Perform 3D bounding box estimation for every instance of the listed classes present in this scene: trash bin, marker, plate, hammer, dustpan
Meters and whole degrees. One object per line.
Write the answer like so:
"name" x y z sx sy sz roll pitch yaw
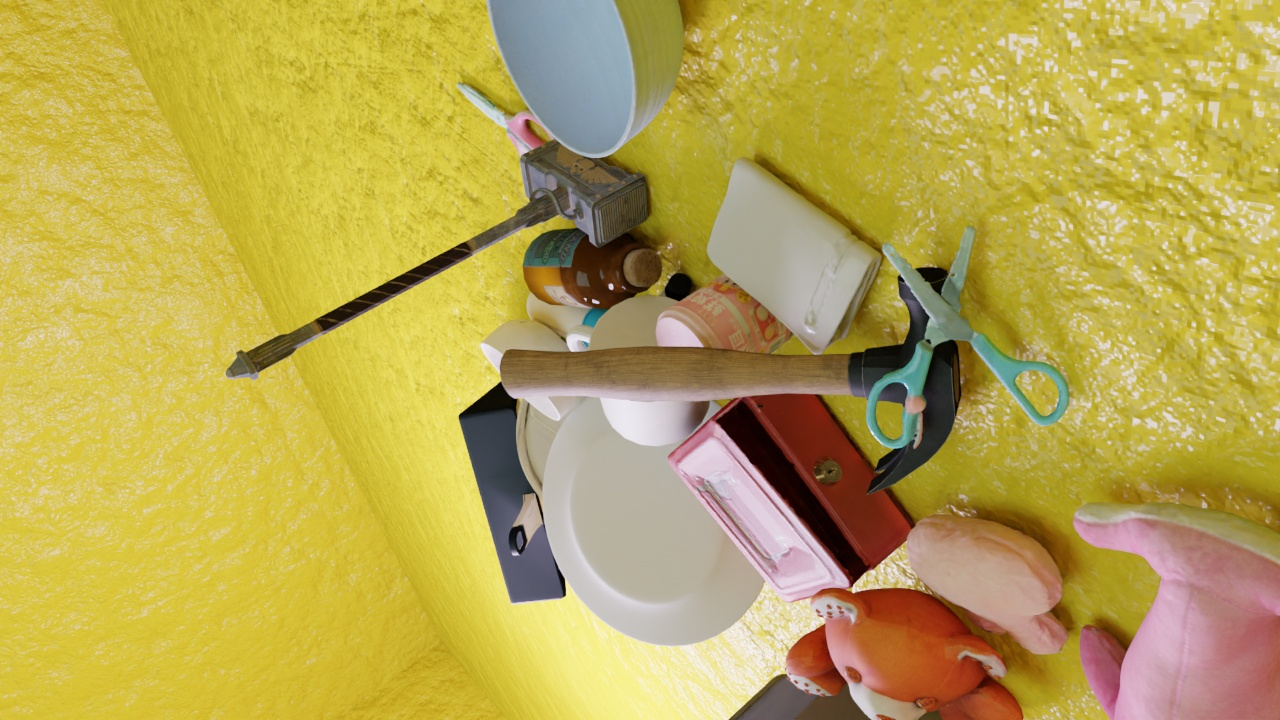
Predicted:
"trash bin" 0.135 0.357 0.818 0.097 0.191 0.220 51 153 13
"marker" 0.014 -0.031 0.779 0.019 0.019 0.146 52 154 11
"plate" 0.005 0.136 0.820 0.243 0.016 0.242 2 94 31
"hammer" 0.044 0.014 0.592 0.306 0.040 0.132 0 116 27
"dustpan" -0.131 0.157 1.057 0.080 0.272 0.236 -9 103 16
"hammer" -0.146 -0.070 0.664 0.098 0.321 0.044 38 149 34

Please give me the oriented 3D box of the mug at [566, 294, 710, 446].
"mug" -0.004 0.004 0.733 0.121 0.090 0.090 21 157 15

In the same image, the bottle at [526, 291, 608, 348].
"bottle" -0.051 -0.037 0.850 0.146 0.051 0.051 26 141 48

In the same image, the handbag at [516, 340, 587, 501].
"handbag" -0.020 0.093 0.936 0.229 0.131 0.184 30 119 39

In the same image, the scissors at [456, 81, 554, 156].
"scissors" -0.117 -0.207 0.817 0.174 0.017 0.077 41 151 30

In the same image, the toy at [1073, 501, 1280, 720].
"toy" 0.277 0.198 0.458 0.187 0.127 0.266 24 134 55

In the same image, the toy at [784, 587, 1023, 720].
"toy" 0.181 0.214 0.640 0.164 0.092 0.172 14 155 20

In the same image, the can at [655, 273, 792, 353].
"can" 0.058 -0.022 0.645 0.067 0.076 0.067 41 151 29

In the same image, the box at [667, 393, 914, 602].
"box" 0.104 0.101 0.695 0.158 0.086 0.129 53 154 6

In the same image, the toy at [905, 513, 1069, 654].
"toy" 0.222 0.142 0.580 0.108 0.053 0.105 8 137 58

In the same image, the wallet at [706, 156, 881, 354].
"wallet" 0.097 -0.068 0.583 0.116 0.032 0.086 48 143 24

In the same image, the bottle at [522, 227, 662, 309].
"bottle" -0.036 -0.077 0.759 0.157 0.067 0.068 9 128 57

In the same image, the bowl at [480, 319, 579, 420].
"bowl" -0.096 0.003 0.868 0.105 0.054 0.105 41 164 14

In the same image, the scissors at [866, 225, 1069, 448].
"scissors" 0.176 -0.003 0.490 0.126 0.015 0.136 16 122 16

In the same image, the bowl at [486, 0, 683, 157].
"bowl" -0.025 -0.211 0.576 0.150 0.074 0.151 41 150 30
